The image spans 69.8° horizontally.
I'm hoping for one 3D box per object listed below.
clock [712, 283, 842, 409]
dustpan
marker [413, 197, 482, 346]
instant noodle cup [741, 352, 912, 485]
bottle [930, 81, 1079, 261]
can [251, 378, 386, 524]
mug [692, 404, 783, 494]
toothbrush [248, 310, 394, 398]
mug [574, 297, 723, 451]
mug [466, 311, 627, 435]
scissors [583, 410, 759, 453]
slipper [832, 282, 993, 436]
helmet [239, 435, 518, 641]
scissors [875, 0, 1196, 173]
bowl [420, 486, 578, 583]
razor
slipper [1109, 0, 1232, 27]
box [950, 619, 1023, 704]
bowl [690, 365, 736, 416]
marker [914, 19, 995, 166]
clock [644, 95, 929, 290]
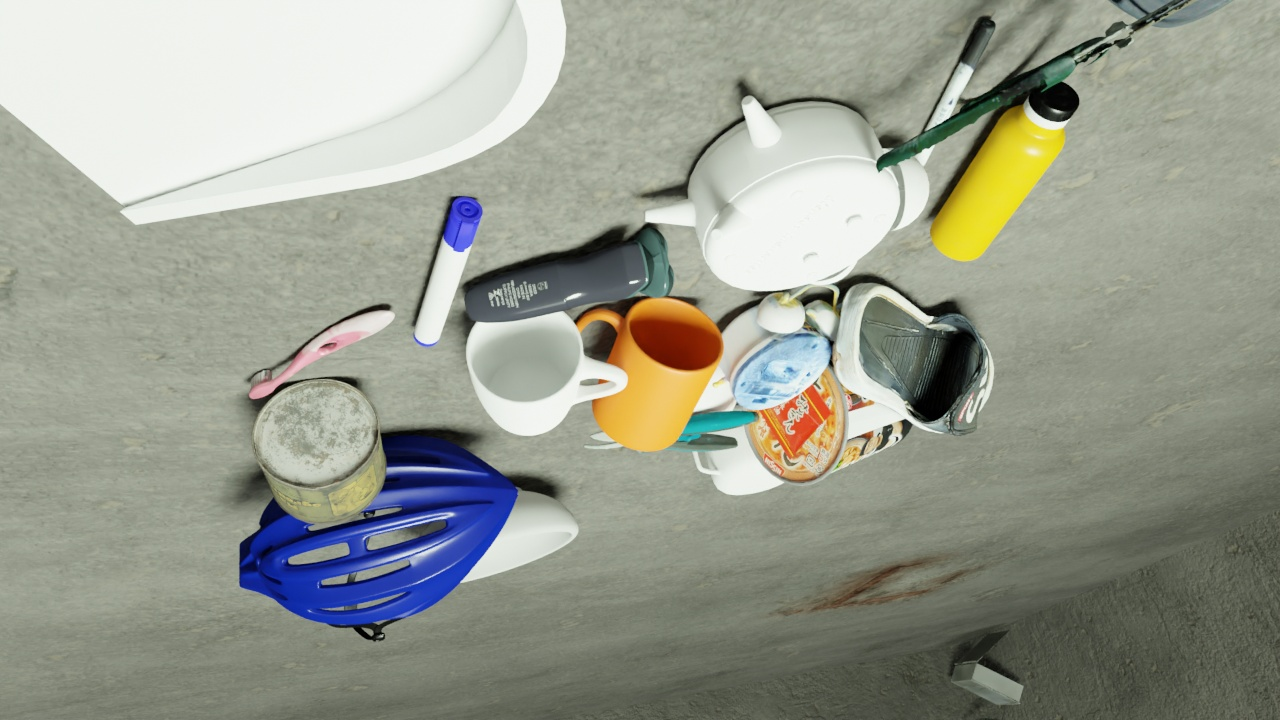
[{"bbox_3d":[0.115,-0.015,0.745,0.088,0.052,0.126,8,131,-41],"label":"clock"},{"bbox_3d":[-0.163,-0.135,0.391,0.258,0.053,0.191,-17,153,4],"label":"dustpan"},{"bbox_3d":[-0.128,-0.053,0.599,0.020,0.020,0.142,-1,150,-25],"label":"marker"},{"bbox_3d":[0.180,0.044,0.840,0.121,0.123,0.124,-5,153,-38],"label":"instant noodle cup"},{"bbox_3d":[0.244,-0.126,0.618,0.043,0.043,0.144,-8,152,-13],"label":"bottle"},{"bbox_3d":[-0.242,0.070,0.700,0.089,0.089,0.075,-7,152,-15],"label":"can"},{"bbox_3d":[0.103,0.091,0.929,0.115,0.068,0.095,0,149,-26],"label":"mug"},{"bbox_3d":[-0.227,-0.007,0.646,0.135,0.016,0.021,-27,151,18],"label":"toothbrush"},{"bbox_3d":[-0.004,0.004,0.709,0.112,0.077,0.096,24,134,0],"label":"mug"},{"bbox_3d":[-0.067,0.012,0.675,0.114,0.080,0.088,9,157,-1],"label":"mug"},{"bbox_3d":[0.034,0.063,0.785,0.155,0.019,0.126,-22,150,18],"label":"scissors"},{"bbox_3d":[0.258,0.005,0.797,0.263,0.111,0.063,20,171,-42],"label":"slipper"},{"bbox_3d":[-0.227,0.169,0.824,0.241,0.147,0.228,-9,148,-10],"label":"helmet"},{"bbox_3d":[0.233,-0.161,0.486,0.210,0.015,0.137,-23,-175,45],"label":"scissors"},{"bbox_3d":[-0.157,0.175,0.952,0.176,0.066,0.177,-17,161,-6],"label":"bowl"},{"bbox_3d":[-0.049,-0.052,0.620,0.143,0.047,0.052,-13,177,2],"label":"razor"},{"bbox_3d":[0.238,-0.210,0.419,0.267,0.083,0.111,12,144,-43],"label":"slipper"},{"bbox_3d":[1.126,0.949,2.929,0.169,0.231,0.167,25,158,4],"label":"box"},{"bbox_3d":[0.038,0.036,0.814,0.114,0.050,0.115,-11,153,-6],"label":"bowl"},{"bbox_3d":[0.188,-0.151,0.578,0.011,0.011,0.152,-9,152,-11],"label":"marker"},{"bbox_3d":[0.099,-0.093,0.577,0.160,0.072,0.126,7,146,-35],"label":"clock"}]
